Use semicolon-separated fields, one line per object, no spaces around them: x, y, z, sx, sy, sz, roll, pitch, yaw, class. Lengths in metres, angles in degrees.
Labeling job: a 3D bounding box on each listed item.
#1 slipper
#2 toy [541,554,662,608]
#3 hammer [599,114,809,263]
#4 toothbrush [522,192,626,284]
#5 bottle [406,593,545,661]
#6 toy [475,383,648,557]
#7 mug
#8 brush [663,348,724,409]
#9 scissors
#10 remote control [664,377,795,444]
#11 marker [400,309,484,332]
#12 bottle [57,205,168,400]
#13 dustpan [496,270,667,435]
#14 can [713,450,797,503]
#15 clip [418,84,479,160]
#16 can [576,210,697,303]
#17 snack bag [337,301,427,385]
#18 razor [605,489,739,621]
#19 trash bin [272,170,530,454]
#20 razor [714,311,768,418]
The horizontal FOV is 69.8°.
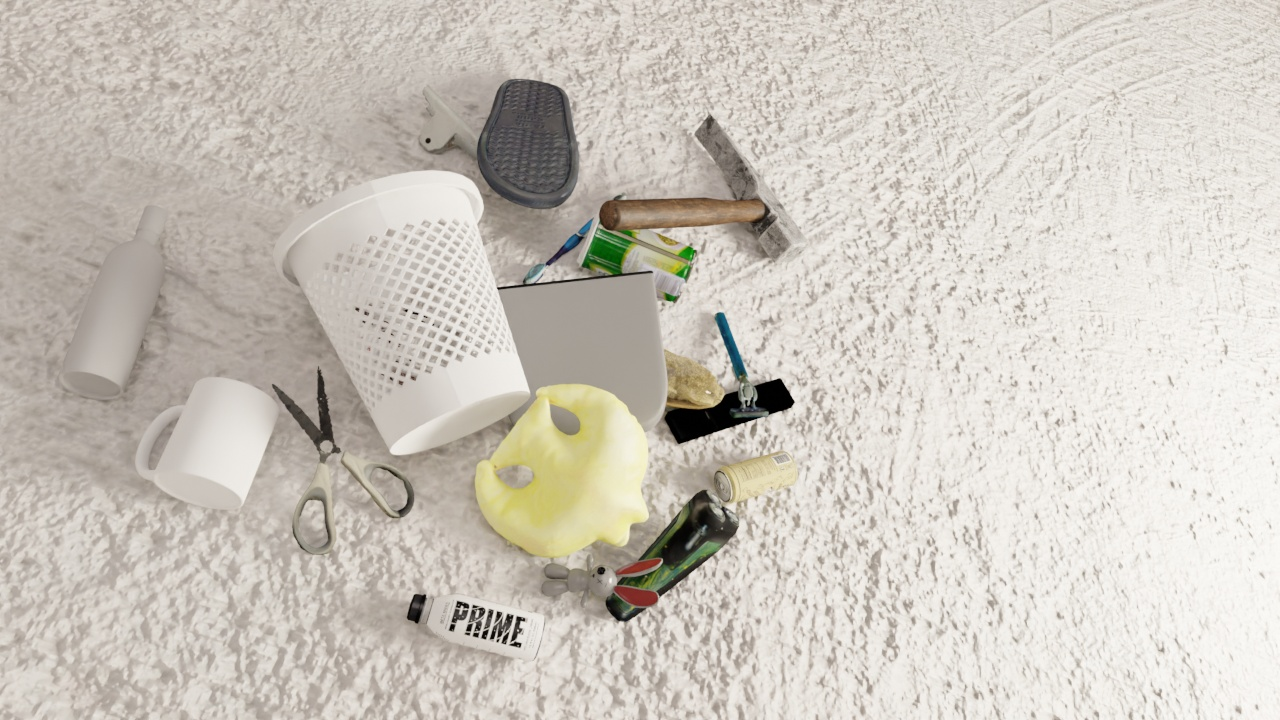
-0.131;-0.236;1.054;0.110;0.083;0.267;5;41;-10;slipper
-0.035;0.199;0.829;0.112;0.030;0.049;-2;57;14;toy
0.046;-0.198;1.046;0.299;0.037;0.217;-12;63;-47;hammer
-0.071;-0.143;1.047;0.016;0.017;0.188;38;57;7;toothbrush
-0.142;0.226;0.791;0.116;0.041;0.041;17;57;-8;bottle
-0.064;0.110;0.845;0.155;0.064;0.170;40;92;-7;toy
-0.381;0.071;0.793;0.110;0.074;0.090;1;57;12;mug
-0.006;0.006;0.952;0.195;0.043;0.059;20;79;2;brush
-0.272;0.096;0.814;0.157;0.013;0.165;29;69;-23;scissors
0.097;0.053;0.989;0.149;0.013;0.034;-15;62;-25;remote control
-0.173;-0.030;0.951;0.152;0.011;0.011;15;57;-10;marker
-0.474;-0.061;0.844;0.052;0.053;0.194;9;58;-13;bottle
-0.053;0.042;0.909;0.163;0.033;0.257;-7;71;-2;dustpan
0.118;0.120;0.941;0.079;0.038;0.038;-12;65;-24;can
-0.225;-0.268;1.063;0.102;0.058;0.051;46;33;12;clip
-0.004;-0.116;1.023;0.121;0.067;0.067;21;56;-6;can
-0.251;-0.008;0.910;0.056;0.013;0.158;-22;69;-29;snack bag
0.028;0.183;0.860;0.151;0.067;0.054;-38;74;-24;razor
-0.200;-0.033;0.834;0.195;0.196;0.199;-20;79;-27;trash bin
0.104;0.001;1.006;0.042;0.022;0.143;-1;52;-17;razor
